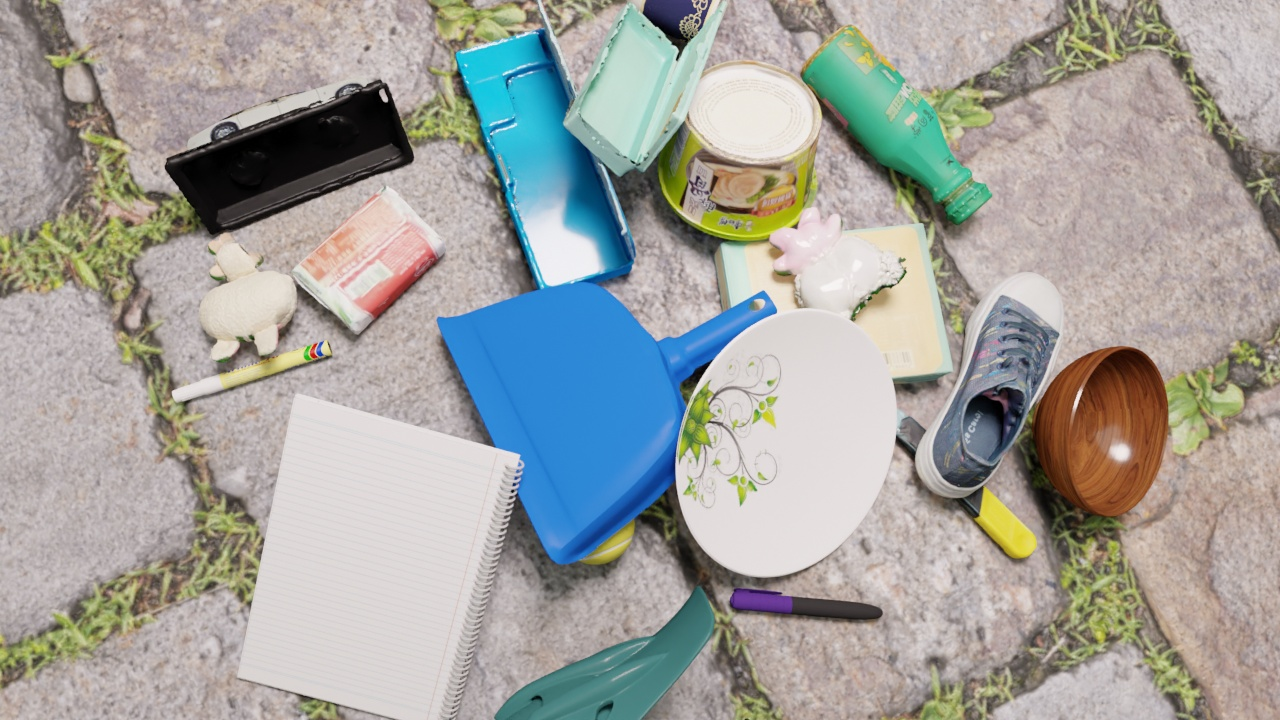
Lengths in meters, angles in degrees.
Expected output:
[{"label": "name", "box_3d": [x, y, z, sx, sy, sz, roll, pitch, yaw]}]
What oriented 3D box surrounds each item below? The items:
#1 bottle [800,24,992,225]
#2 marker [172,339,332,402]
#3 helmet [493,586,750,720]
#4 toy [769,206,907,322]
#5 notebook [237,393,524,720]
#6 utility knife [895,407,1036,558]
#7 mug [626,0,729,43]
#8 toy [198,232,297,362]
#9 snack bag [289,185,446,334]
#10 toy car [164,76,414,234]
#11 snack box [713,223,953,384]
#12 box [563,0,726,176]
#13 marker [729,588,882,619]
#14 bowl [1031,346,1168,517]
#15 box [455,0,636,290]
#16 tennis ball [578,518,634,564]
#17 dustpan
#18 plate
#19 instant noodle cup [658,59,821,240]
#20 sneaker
[{"label": "bottle", "box_3d": [0.242, -0.216, 0.860, 0.068, 0.068, 0.209, -40, 85, -12]}, {"label": "marker", "box_3d": [-0.331, 0.010, 0.784, 0.132, 0.014, 0.014, -19, 81, -9]}, {"label": "helmet", "box_3d": [-0.017, 0.311, 0.669, 0.274, 0.176, 0.200, -39, 87, -9]}, {"label": "toy", "box_3d": [0.163, -0.082, 0.793, 0.095, 0.041, 0.109, -42, 82, 0]}, {"label": "notebook", "box_3d": [-0.205, 0.164, 0.714, 0.178, 0.013, 0.246, 16, 103, -2]}, {"label": "utility knife", "box_3d": [0.286, 0.109, 0.823, 0.028, 0.020, 0.172, -42, 86, -20]}, {"label": "mug", "box_3d": [0.039, -0.355, 0.868, 0.089, 0.086, 0.111, 24, 42, 2]}, {"label": "toy", "box_3d": [-0.332, -0.048, 0.774, 0.087, 0.050, 0.112, -19, 69, 8]}, {"label": "snack bag", "box_3d": [-0.235, -0.087, 0.802, 0.077, 0.036, 0.115, 43, 78, 4]}, {"label": "toy car", "box_3d": [-0.307, -0.193, 0.800, 0.191, 0.094, 0.071, -24, 61, -10]}, {"label": "snack box", "box_3d": [0.173, -0.044, 0.830, 0.193, 0.044, 0.141, -6, 78, -7]}, {"label": "box", "box_3d": [0.015, -0.246, 0.762, 0.077, 0.093, 0.187, 41, 44, -24]}, {"label": "marker", "box_3d": [0.143, 0.211, 0.791, 0.134, 0.015, 0.018, 6, 50, -5]}, {"label": "bowl", "box_3d": [0.392, 0.059, 0.810, 0.147, 0.069, 0.147, -3, 96, -32]}, {"label": "box", "box_3d": [-0.082, -0.190, 0.797, 0.094, 0.115, 0.243, -19, 81, -9]}, {"label": "tennis ball", "box_3d": [-0.037, 0.136, 0.761, 0.065, 0.065, 0.065, 1, 78, -6]}, {"label": "dustpan", "box_3d": [-0.004, 0.005, 0.761, 0.257, 0.059, 0.245, -29, 64, -2]}, {"label": "plate", "box_3d": [0.121, 0.068, 0.772, 0.229, 0.030, 0.229, -7, 104, -28]}, {"label": "instant noodle cup", "box_3d": [0.091, -0.188, 0.806, 0.146, 0.098, 0.146, 2, 60, -3]}, {"label": "sneaker", "box_3d": [0.324, 0.015, 0.808, 0.087, 0.079, 0.235, 32, 70, 0]}]
